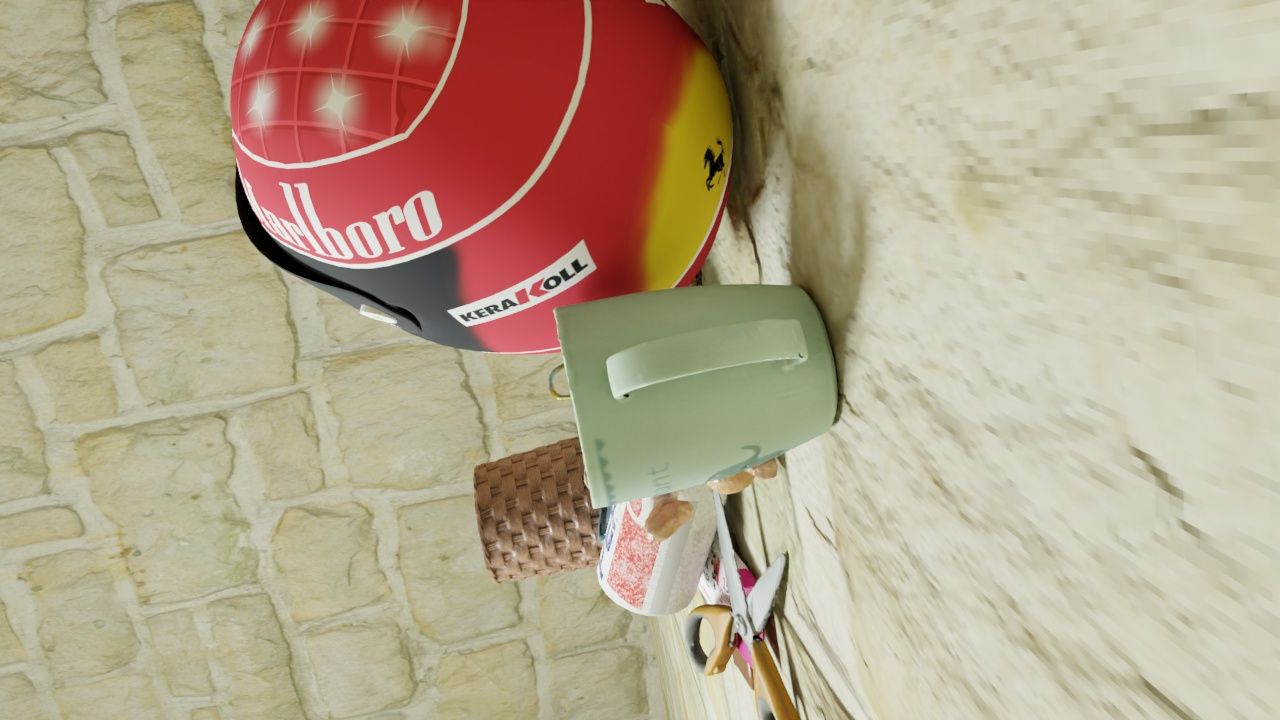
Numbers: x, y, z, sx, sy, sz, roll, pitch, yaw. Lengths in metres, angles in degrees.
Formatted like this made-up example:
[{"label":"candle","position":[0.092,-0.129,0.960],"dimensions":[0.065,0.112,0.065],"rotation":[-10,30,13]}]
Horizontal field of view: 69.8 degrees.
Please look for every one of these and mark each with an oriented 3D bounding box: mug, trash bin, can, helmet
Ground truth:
[{"label":"mug","position":[0.023,0.007,0.365],"dimensions":[0.111,0.104,0.084],"rotation":[98,160,-79]},{"label":"trash bin","position":[-0.050,0.139,0.915],"dimensions":[0.151,0.210,0.151],"rotation":[167,92,-86]},{"label":"can","position":[0.017,0.116,0.676],"dimensions":[0.078,0.078,0.136],"rotation":[-108,28,-57]},{"label":"helmet","position":[-0.089,-0.106,0.461],"dimensions":[0.224,0.271,0.197],"rotation":[28,-106,-58]}]

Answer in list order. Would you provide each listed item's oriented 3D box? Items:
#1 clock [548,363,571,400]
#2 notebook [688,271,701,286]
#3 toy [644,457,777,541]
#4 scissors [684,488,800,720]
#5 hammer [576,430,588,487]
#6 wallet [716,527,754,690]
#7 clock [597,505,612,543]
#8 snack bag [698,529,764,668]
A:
[{"label":"clock","position":[-0.004,0.004,0.607],"dimensions":[0.083,0.117,0.057],"rotation":[-109,2,-59]},{"label":"notebook","position":[0.020,-0.085,0.698],"dimensions":[0.169,0.022,0.211],"rotation":[-104,5,-46]},{"label":"toy","position":[0.036,0.061,0.542],"dimensions":[0.074,0.085,0.106],"rotation":[47,-171,14]},{"label":"scissors","position":[0.073,0.195,0.601],"dimensions":[0.226,0.016,0.226],"rotation":[106,145,-55]},{"label":"hammer","position":[-0.020,0.039,0.733],"dimensions":[0.132,0.033,0.330],"rotation":[-62,4,10]},{"label":"wallet","position":[0.075,0.195,0.743],"dimensions":[0.087,0.013,0.121],"rotation":[141,119,-85]},{"label":"clock","position":[0.011,0.088,0.775],"dimensions":[0.116,0.060,0.161],"rotation":[-96,24,-74]},{"label":"snack bag","position":[0.058,0.164,0.705],"dimensions":[0.196,0.016,0.070],"rotation":[-134,40,-71]}]
